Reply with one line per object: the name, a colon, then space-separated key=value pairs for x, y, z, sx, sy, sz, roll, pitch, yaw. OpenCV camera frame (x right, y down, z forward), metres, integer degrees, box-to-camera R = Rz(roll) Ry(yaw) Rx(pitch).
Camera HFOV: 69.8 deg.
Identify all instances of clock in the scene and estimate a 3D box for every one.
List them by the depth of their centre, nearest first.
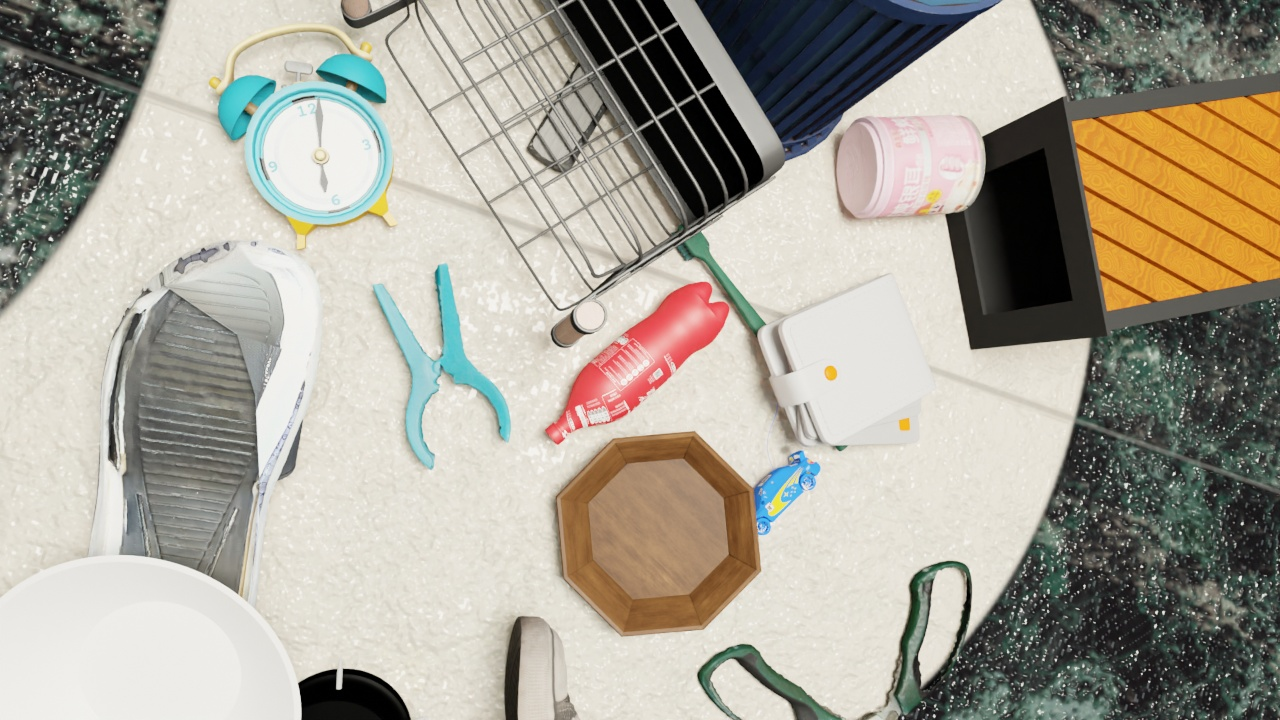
clock: x=-0.188 y=0.244 z=0.541 sx=0.091 sy=0.042 sz=0.120 roll=38 pitch=81 yaw=-8
clock: x=-0.198 y=-0.137 z=0.556 sx=0.099 sy=0.044 sz=0.129 roll=-17 pitch=98 yaw=-12

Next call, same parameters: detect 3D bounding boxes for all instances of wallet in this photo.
wallet: x=0.144 y=0.013 z=0.613 sx=0.118 sy=0.038 sz=0.115 roll=-23 pitch=93 yaw=-28

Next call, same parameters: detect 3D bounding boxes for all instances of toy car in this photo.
toy car: x=0.081 y=0.071 z=0.610 sx=0.092 sy=0.033 sz=0.062 roll=-41 pitch=89 yaw=-14

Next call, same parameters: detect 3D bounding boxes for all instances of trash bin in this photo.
trash bin: x=0.107 y=-0.211 z=0.514 sx=0.139 sy=0.250 sz=0.139 roll=1 pitch=87 yaw=-12
trash bin: x=0.322 y=-0.094 z=0.610 sx=0.171 sy=0.140 sz=0.139 roll=-10 pitch=90 yaw=-12

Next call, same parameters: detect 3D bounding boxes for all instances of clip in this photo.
clip: x=-0.141 y=0.014 z=0.570 sx=0.120 sy=0.030 sz=0.130 roll=-36 pitch=95 yaw=-6

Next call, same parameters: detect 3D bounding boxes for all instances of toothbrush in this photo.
toothbrush: x=0.082 y=-0.015 z=0.622 sx=0.016 sy=0.017 sz=0.190 roll=-41 pitch=98 yaw=-28

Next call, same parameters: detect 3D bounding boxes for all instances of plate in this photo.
plate: x=-0.270 y=0.181 z=0.502 sx=0.174 sy=0.036 sz=0.174 roll=-1 pitch=102 yaw=-4
plate: x=0.012 y=0.108 z=0.585 sx=0.131 sy=0.025 sz=0.131 roll=0 pitch=89 yaw=2

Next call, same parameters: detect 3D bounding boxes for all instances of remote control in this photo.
remote control: x=-0.029 y=-0.187 z=0.606 sx=0.033 sy=0.013 sz=0.136 roll=31 pitch=81 yaw=-8

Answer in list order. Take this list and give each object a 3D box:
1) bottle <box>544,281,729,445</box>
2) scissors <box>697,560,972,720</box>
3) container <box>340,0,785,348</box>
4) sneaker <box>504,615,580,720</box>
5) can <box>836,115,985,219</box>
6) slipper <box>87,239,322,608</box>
bottle: x=-0.004 y=0.004 z=0.589 sx=0.141 sy=0.042 sz=0.042 roll=-41 pitch=96 yaw=-10
scissors: x=0.154 y=0.212 z=0.628 sx=0.201 sy=0.015 sz=0.205 roll=34 pitch=80 yaw=-8
container: x=-0.050 y=-0.144 z=0.507 sx=0.130 sy=0.163 sz=0.241 roll=-33 pitch=94 yaw=-11
sneaker: x=-0.012 y=0.257 z=0.553 sx=0.119 sy=0.095 sz=0.234 roll=-15 pitch=89 yaw=-14
can: x=0.180 y=-0.131 z=0.620 sx=0.076 sy=0.067 sz=0.067 roll=-5 pitch=89 yaw=-13
slipper: x=-0.250 y=0.057 z=0.528 sx=0.111 sy=0.063 sz=0.264 roll=12 pitch=97 yaw=-8
